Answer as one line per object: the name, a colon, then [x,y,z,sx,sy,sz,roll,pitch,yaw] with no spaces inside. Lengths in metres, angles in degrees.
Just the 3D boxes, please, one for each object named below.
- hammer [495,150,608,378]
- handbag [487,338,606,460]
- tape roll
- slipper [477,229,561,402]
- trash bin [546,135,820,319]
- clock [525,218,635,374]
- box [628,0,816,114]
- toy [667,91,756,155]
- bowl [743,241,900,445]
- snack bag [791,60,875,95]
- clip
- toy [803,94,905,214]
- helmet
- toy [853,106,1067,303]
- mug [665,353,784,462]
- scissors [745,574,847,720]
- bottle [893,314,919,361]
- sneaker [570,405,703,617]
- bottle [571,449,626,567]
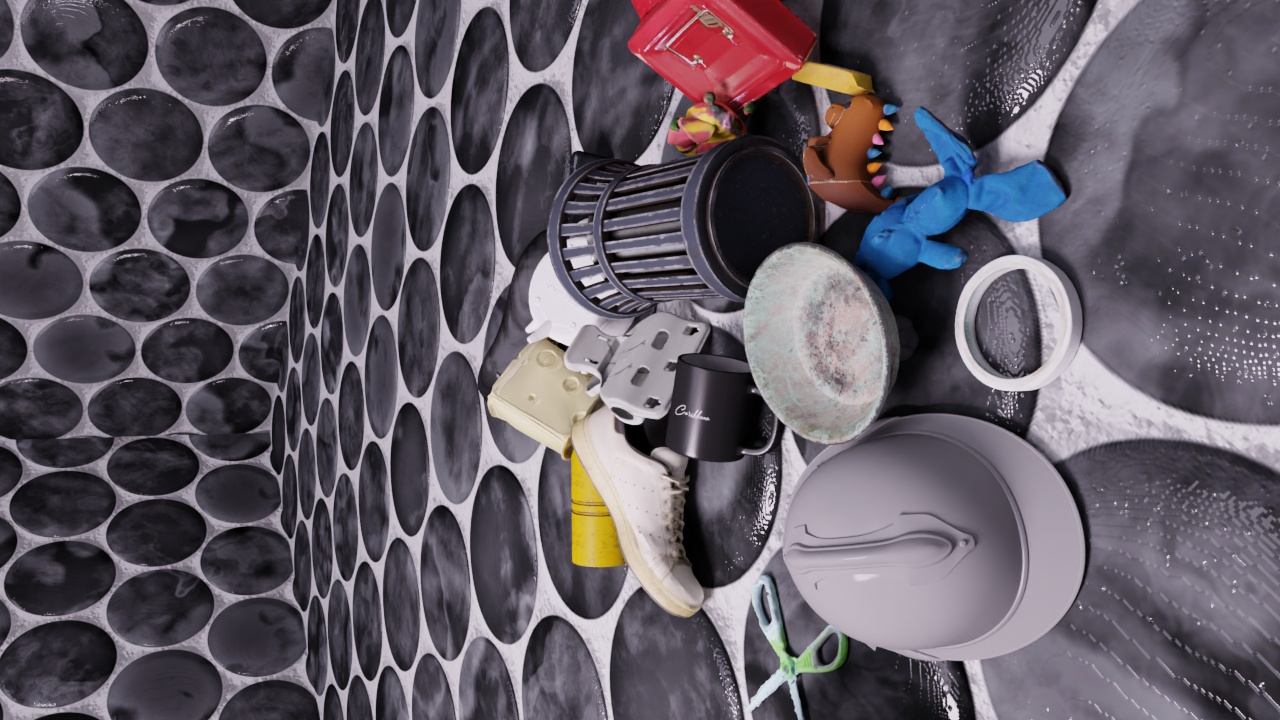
hammer: [-0.100,-0.094,1.150,0.025,0.117,0.333,-142,63,-70]
handbag: [-0.108,0.043,1.101,0.119,0.111,0.081,30,161,14]
tape roll: [0.256,-0.025,0.627,0.093,0.013,0.093,1,91,59]
slipper: [-0.142,-0.051,1.242,0.113,0.075,0.268,35,111,26]
trash bin: [0.041,-0.121,0.856,0.228,0.164,0.164,3,92,56]
clock: [-0.067,-0.081,1.056,0.125,0.072,0.161,35,96,32]
box: [0.080,-0.344,0.827,0.157,0.154,0.168,-9,54,65]
toy: [0.067,-0.216,0.876,0.103,0.084,0.046,132,141,-76]
bowl: [0.145,-0.015,0.712,0.157,0.038,0.158,28,125,50]
snack bag: [0.160,-0.241,0.779,0.099,0.026,0.020,41,124,53]
clip: [-0.006,0.005,0.964,0.143,0.073,0.124,4,51,38]
toy: [0.184,-0.163,0.734,0.103,0.070,0.090,29,103,31]
helmet: [0.165,0.135,0.665,0.272,0.117,0.183,-20,76,52]
toy: [0.204,-0.105,0.668,0.177,0.070,0.112,-49,61,47]
mug: [0.083,0.048,0.869,0.114,0.078,0.088,15,104,32]
scissors: [0.134,0.275,0.833,0.172,0.022,0.174,-57,49,38]
bottle: [0.174,-0.011,0.742,0.110,0.036,0.036,-14,78,58]
sneaker: [0.020,0.145,0.969,0.102,0.088,0.241,-35,70,15]
bottle: [-0.046,0.152,1.074,0.071,0.071,0.164,0,91,59]
